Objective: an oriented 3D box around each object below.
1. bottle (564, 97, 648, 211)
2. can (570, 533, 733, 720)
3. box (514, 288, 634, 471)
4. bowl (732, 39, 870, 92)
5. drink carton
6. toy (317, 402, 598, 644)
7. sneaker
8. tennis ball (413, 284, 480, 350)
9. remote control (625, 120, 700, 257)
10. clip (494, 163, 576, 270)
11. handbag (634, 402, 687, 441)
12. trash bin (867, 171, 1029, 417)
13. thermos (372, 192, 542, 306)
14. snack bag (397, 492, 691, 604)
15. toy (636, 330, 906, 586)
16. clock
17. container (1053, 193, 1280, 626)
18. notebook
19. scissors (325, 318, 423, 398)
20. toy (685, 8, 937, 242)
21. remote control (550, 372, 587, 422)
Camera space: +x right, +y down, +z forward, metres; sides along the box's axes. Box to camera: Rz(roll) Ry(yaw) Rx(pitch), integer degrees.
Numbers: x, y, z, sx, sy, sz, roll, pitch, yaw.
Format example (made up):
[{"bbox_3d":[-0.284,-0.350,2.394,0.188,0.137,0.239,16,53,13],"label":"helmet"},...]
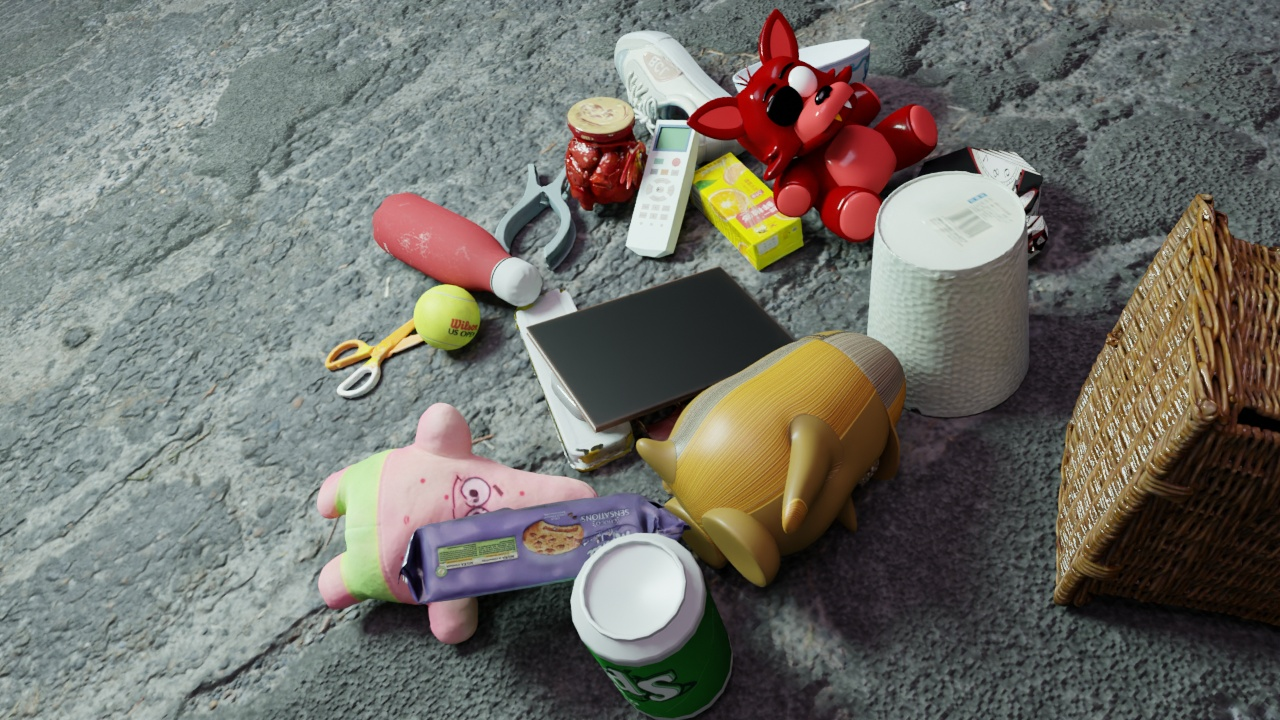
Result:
[{"bbox_3d":[-0.034,-0.211,0.973,0.099,0.111,0.098,1,47,-1],"label":"bottle"},{"bbox_3d":[0.011,0.183,0.625,0.088,0.140,0.087,-9,50,10],"label":"can"},{"bbox_3d":[-0.066,0.012,0.859,0.064,0.033,0.209,-23,50,-5],"label":"box"},{"bbox_3d":[0.177,-0.283,0.976,0.144,0.074,0.143,-14,24,6],"label":"bowl"},{"bbox_3d":[0.105,-0.153,0.929,0.058,0.043,0.134,-29,50,-8],"label":"drink carton"},{"bbox_3d":[-0.151,0.131,0.751,0.236,0.097,0.192,-7,81,-2],"label":"toy"},{"bbox_3d":[0.020,-0.299,1.038,0.090,0.090,0.242,-23,51,-22],"label":"sneaker"},{"bbox_3d":[-0.194,-0.043,0.919,0.065,0.065,0.065,-9,50,11],"label":"tennis ball"},{"bbox_3d":[0.026,-0.175,0.948,0.050,0.024,0.143,11,85,33],"label":"remote control"},{"bbox_3d":[-0.087,-0.163,1.009,0.127,0.028,0.166,1,54,16],"label":"clip"},{"bbox_3d":[0.014,0.044,0.814,0.055,0.029,0.119,-33,45,-16],"label":"handbag"},{"bbox_3d":[0.243,-0.054,0.728,0.133,0.161,0.133,-9,50,10],"label":"trash bin"},{"bbox_3d":[-0.190,-0.112,0.959,0.240,0.073,0.073,28,65,38],"label":"thermos"},{"bbox_3d":[-0.073,0.137,0.682,0.205,0.096,0.058,-7,78,-14],"label":"snack bag"},{"bbox_3d":[0.118,0.064,0.699,0.203,0.162,0.199,-39,12,-18],"label":"toy"},{"bbox_3d":[0.306,-0.136,0.832,0.115,0.065,0.154,-4,47,12],"label":"clock"},{"bbox_3d":[0.381,0.057,0.557,0.183,0.250,0.161,13,57,14],"label":"container"},{"bbox_3d":[0.021,-0.017,0.827,0.208,0.008,0.141,-19,47,-22],"label":"notebook"},{"bbox_3d":[-0.263,-0.004,0.946,0.133,0.012,0.096,-20,50,3],"label":"scissors"},{"bbox_3d":[0.163,-0.216,0.861,0.197,0.121,0.158,39,78,-9],"label":"toy"},{"bbox_3d":[-0.005,0.005,0.825,0.150,0.019,0.074,-24,48,-24],"label":"remote control"}]
